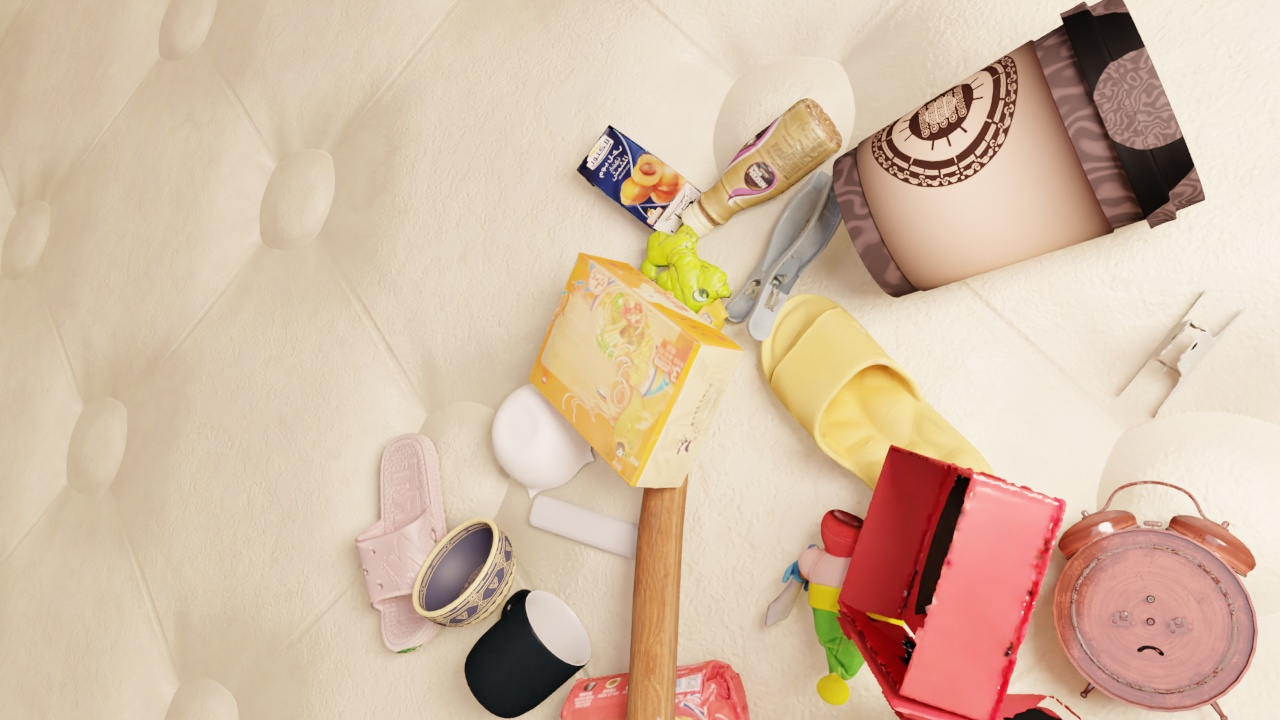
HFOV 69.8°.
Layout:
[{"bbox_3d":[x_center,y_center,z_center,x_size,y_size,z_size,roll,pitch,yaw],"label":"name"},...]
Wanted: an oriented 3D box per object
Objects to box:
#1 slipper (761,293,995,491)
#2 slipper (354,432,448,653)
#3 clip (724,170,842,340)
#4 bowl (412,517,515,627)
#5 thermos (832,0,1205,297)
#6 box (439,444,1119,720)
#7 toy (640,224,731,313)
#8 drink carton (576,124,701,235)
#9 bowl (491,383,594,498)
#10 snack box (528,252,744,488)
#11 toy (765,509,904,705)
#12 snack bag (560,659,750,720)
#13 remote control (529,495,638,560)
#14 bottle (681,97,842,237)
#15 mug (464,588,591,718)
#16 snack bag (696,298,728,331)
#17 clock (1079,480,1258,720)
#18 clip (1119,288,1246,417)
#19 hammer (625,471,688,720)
[{"bbox_3d":[0.182,0.041,0.764,0.100,0.078,0.263,-50,57,15],"label":"slipper"},{"bbox_3d":[-0.259,0.192,0.993,0.094,0.064,0.239,-16,68,26],"label":"slipper"},{"bbox_3d":[0.138,-0.092,0.819,0.163,0.028,0.112,-59,19,10],"label":"clip"},{"bbox_3d":[-0.167,0.222,0.925,0.113,0.061,0.112,-31,30,21],"label":"bowl"},{"bbox_3d":[0.280,-0.149,0.709,0.227,0.172,0.172,-23,67,30],"label":"thermos"},{"bbox_3d":[0.080,0.129,0.595,0.351,0.217,0.198,15,90,4],"label":"box"},{"bbox_3d":[0.043,-0.085,0.894,0.094,0.036,0.093,-4,93,32],"label":"toy"},{"bbox_3d":[-0.003,-0.186,0.952,0.130,0.040,0.064,42,99,31],"label":"drink carton"},{"bbox_3d":[-0.110,0.073,0.942,0.115,0.050,0.114,-8,74,29],"label":"bowl"},{"bbox_3d":[-0.005,0.005,0.856,0.195,0.080,0.145,41,114,44],"label":"snack box"},{"bbox_3d":[0.163,0.193,0.730,0.124,0.096,0.131,17,106,23],"label":"toy"},{"bbox_3d":[0.012,0.307,0.800,0.177,0.082,0.082,-17,69,25],"label":"snack bag"},{"bbox_3d":[-0.055,0.165,0.910,0.131,0.012,0.033,11,83,32],"label":"remote control"},{"bbox_3d":[0.110,-0.177,0.875,0.166,0.059,0.059,-36,62,28],"label":"bottle"},{"bbox_3d":[-0.113,0.271,0.884,0.095,0.085,0.121,-44,32,14],"label":"mug"},{"bbox_3d":[0.048,-0.017,0.881,0.099,0.020,0.026,-49,53,27],"label":"snack bag"},{"bbox_3d":[0.355,0.161,0.635,0.121,0.072,0.157,0,78,30],"label":"clock"},{"bbox_3d":[0.393,-0.011,0.673,0.102,0.056,0.056,-55,26,7],"label":"clip"},{"bbox_3d":[0.019,0.220,0.780,0.158,0.037,0.300,-17,49,26],"label":"hammer"}]
